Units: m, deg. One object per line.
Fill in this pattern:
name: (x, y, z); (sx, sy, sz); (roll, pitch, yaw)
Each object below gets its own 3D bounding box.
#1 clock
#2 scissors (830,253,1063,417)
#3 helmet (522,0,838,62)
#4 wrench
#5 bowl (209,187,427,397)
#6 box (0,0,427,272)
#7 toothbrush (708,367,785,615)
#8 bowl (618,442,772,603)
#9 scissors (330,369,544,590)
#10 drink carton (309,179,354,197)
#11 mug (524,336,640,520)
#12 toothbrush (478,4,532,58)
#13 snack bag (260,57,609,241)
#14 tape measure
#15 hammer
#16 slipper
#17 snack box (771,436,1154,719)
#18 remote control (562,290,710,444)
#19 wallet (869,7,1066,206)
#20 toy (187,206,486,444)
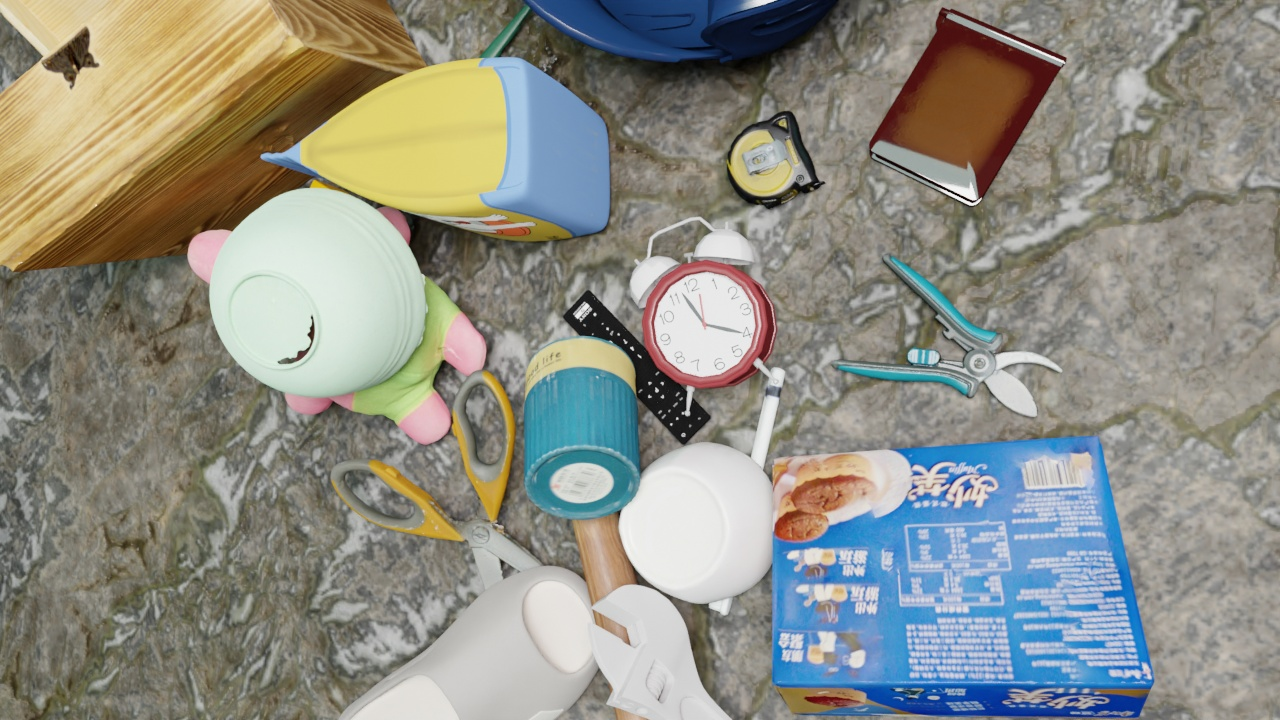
clock: (0.046, -0.036, 0.671); (0.096, 0.048, 0.137); (-21, 83, 16)
scissors: (0.207, -0.017, 0.635); (0.154, 0.019, 0.124); (-7, 87, 15)
helmet: (0.026, -0.309, 0.591); (0.272, 0.223, 0.232); (-8, 101, -12)
wrench: (0.067, 0.261, 0.628); (0.273, 0.086, 0.018); (44, 128, -7)
bowl: (-0.231, -0.037, 0.626); (0.151, 0.076, 0.151); (4, 110, 11)
box: (-0.375, -0.281, 0.716); (0.279, 0.283, 0.323); (-32, 91, 14)
toothbrush: (0.078, 0.096, 0.675); (0.017, 0.012, 0.187); (14, 92, 19)
bowl: (0.036, 0.116, 0.650); (0.116, 0.065, 0.116); (-3, 84, 27)
scissors: (-0.128, 0.111, 0.714); (0.225, 0.016, 0.217); (30, 103, 2)
drink carton: (-0.270, -0.081, 0.776); (0.058, 0.040, 0.122); (31, 97, 16)
mug: (-0.047, 0.059, 0.659); (0.083, 0.107, 0.114); (15, 130, -20)
toothbrush: (-0.120, -0.248, 0.749); (0.016, 0.017, 0.190); (46, 103, 13)
snack bag: (-0.144, -0.143, 0.677); (0.205, 0.158, 0.102); (-2, 89, 19)
tape measure: (0.093, -0.143, 0.667); (0.061, 0.034, 0.061); (-25, 80, 17)
hammer: (-0.005, 0.244, 0.645); (0.037, 0.158, 0.300); (-21, 70, 19)
slipper: (-0.143, 0.262, 0.697); (0.266, 0.080, 0.113); (-35, 88, 13)
snack box: (0.188, 0.136, 0.574); (0.203, 0.069, 0.154); (-6, 55, 17)
remote control: (-0.004, 0.004, 0.705); (0.030, 0.009, 0.140); (-46, 76, 11)
wallet: (0.223, -0.177, 0.639); (0.091, 0.018, 0.115); (31, 94, 16)
toy: (-0.237, -0.034, 0.717); (0.236, 0.096, 0.192); (29, 107, -10)
